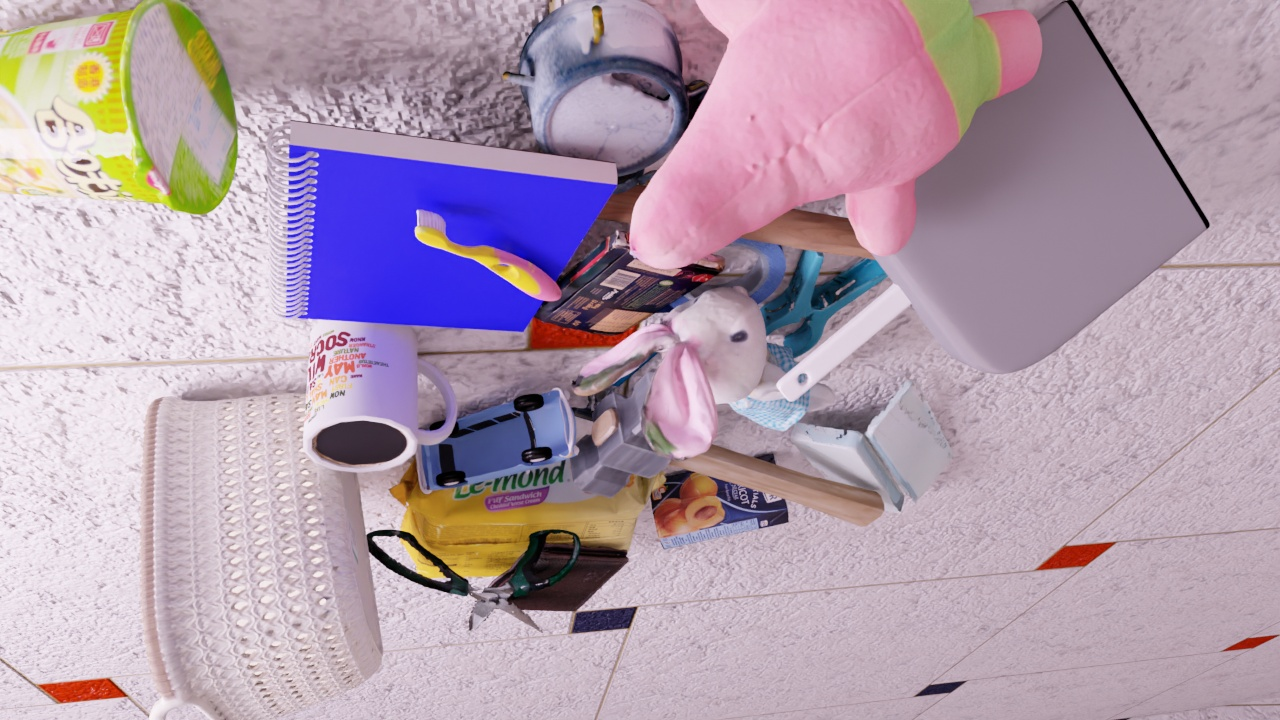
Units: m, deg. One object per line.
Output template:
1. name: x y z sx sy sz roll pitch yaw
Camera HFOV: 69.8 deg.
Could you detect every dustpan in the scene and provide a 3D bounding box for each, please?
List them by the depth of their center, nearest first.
1. dustpan: 0.187 -0.060 0.545 0.257 0.033 0.163 -40 105 3

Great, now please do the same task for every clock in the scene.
1. clock: -0.010 -0.137 0.496 0.090 0.052 0.129 -28 146 24

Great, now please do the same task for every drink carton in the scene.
1. drink carton: 0.078 0.139 0.900 0.130 0.064 0.040 -13 151 4

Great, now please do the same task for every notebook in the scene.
1. notebook: -0.129 -0.067 0.544 0.171 0.022 0.210 3 159 -20

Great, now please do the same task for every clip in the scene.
1. clip: 0.111 -0.044 0.681 0.113 0.028 0.127 6 143 -13

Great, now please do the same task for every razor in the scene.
1. razor: -0.004 0.004 0.727 0.042 0.022 0.144 19 131 -34

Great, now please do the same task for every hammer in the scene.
1. hammer: 0.106 -0.084 0.587 0.328 0.097 0.052 8 144 -11
2. hammer: 0.097 0.098 0.804 0.322 0.051 0.118 20 130 -33

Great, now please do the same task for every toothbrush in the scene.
1. toothbrush: -0.085 -0.058 0.532 0.021 0.016 0.135 -17 161 23

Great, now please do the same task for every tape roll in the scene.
1. tape roll: 0.056 -0.065 0.643 0.091 0.016 0.093 0 144 -15

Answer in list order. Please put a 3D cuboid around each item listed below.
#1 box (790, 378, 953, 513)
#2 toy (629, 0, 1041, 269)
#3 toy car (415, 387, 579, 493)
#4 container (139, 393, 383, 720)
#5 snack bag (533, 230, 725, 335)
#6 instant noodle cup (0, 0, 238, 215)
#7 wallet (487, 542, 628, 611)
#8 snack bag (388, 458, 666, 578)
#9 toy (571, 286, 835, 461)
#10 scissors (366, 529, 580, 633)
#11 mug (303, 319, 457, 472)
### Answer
1. box: 0.229 0.087 0.888 0.125 0.075 0.197 -39 144 5
2. toy: 0.087 -0.126 0.454 0.236 0.097 0.192 -40 111 -6
3. toy car: -0.115 0.067 0.750 0.154 0.056 0.054 -17 164 23
4. container: -0.278 0.140 0.671 0.142 0.246 0.185 -12 144 -13
5. snack bag: -0.014 -0.046 0.606 0.074 0.018 0.155 11 163 -24
6. instant noodle cup: -0.263 -0.117 0.431 0.108 0.098 0.099 -1 146 3
7. wallet: -0.081 0.210 0.876 0.099 0.031 0.120 12 138 -32
8. snack bag: -0.110 0.150 0.867 0.247 0.068 0.160 0 145 -14
9. toy: 0.072 0.002 0.648 0.205 0.131 0.106 4 112 -38
10. scissors: -0.153 0.187 0.817 0.204 0.015 0.202 22 130 -15
11. mug: -0.181 0.024 0.648 0.105 0.089 0.074 11 140 -28
